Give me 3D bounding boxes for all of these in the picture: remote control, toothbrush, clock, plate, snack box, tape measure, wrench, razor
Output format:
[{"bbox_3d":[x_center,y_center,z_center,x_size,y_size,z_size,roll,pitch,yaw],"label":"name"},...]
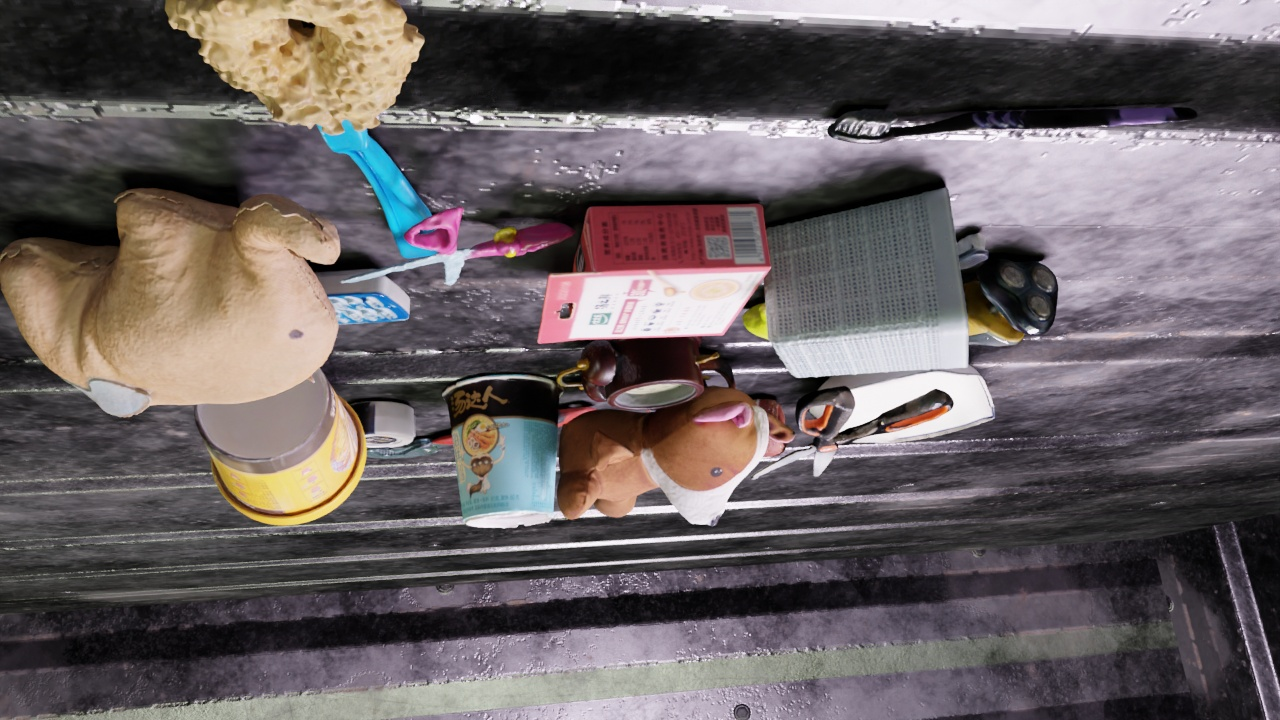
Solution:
[{"bbox_3d":[-0.210,-0.038,0.575,0.125,0.024,0.049,-3,162,8],"label":"remote control"},{"bbox_3d":[0.180,-0.049,0.659,0.015,0.018,0.181,10,160,-23],"label":"toothbrush"},{"bbox_3d":[0.185,-0.119,0.450,0.189,0.014,0.017,-4,150,-4],"label":"toothbrush"},{"bbox_3d":[-0.004,0.004,0.704,0.122,0.055,0.082,-6,163,-5],"label":"clock"},{"bbox_3d":[0.260,0.038,0.910,0.162,0.034,0.265,-13,160,22],"label":"plate"},{"bbox_3d":[0.002,-0.051,0.559,0.127,0.044,0.113,-2,162,-11],"label":"snack box"},{"bbox_3d":[-0.242,0.059,0.849,0.066,0.033,0.065,-12,163,27],"label":"tape measure"},{"bbox_3d":[-0.168,0.075,0.944,0.274,0.016,0.056,-11,161,20],"label":"wrench"},{"bbox_3d":[0.218,-0.032,0.676,0.168,0.062,0.067,-15,130,45],"label":"razor"}]

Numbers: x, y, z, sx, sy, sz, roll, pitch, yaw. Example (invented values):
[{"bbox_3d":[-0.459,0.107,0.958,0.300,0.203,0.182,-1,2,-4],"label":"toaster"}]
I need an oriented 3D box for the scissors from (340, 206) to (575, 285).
[{"bbox_3d":[-0.100,-0.060,0.507,0.133,0.017,0.135,-15,174,-9],"label":"scissors"}]

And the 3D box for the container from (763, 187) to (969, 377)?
[{"bbox_3d":[0.136,-0.040,0.559,0.112,0.089,0.090,-8,161,17],"label":"container"}]

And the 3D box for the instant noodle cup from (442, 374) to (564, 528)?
[{"bbox_3d":[-0.119,0.085,0.816,0.111,0.120,0.111,-5,162,-2],"label":"instant noodle cup"}]

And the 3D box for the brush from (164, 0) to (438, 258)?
[{"bbox_3d":[-0.122,-0.099,0.405,0.083,0.045,0.255,-8,166,-3],"label":"brush"}]

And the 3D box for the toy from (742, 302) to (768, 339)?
[{"bbox_3d":[0.130,-0.028,0.668,0.100,0.031,0.096,-11,158,41],"label":"toy"}]

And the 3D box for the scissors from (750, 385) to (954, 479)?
[{"bbox_3d":[0.193,0.072,0.869,0.228,0.021,0.221,-16,153,16],"label":"scissors"}]

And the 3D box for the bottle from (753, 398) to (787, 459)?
[{"bbox_3d":[0.047,0.084,0.954,0.206,0.059,0.059,-11,161,18],"label":"bottle"}]

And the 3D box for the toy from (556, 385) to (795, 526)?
[{"bbox_3d":[0.025,0.083,0.778,0.200,0.130,0.140,-22,166,19],"label":"toy"}]

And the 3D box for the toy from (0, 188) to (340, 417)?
[{"bbox_3d":[-0.227,-0.032,0.491,0.226,0.082,0.143,-14,145,24],"label":"toy"}]

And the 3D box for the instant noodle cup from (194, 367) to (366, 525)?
[{"bbox_3d":[-0.278,0.054,0.704,0.118,0.118,0.115,-2,154,-9],"label":"instant noodle cup"}]

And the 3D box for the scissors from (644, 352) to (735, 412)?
[{"bbox_3d":[0.045,0.060,0.857,0.198,0.015,0.205,19,142,-20],"label":"scissors"}]
